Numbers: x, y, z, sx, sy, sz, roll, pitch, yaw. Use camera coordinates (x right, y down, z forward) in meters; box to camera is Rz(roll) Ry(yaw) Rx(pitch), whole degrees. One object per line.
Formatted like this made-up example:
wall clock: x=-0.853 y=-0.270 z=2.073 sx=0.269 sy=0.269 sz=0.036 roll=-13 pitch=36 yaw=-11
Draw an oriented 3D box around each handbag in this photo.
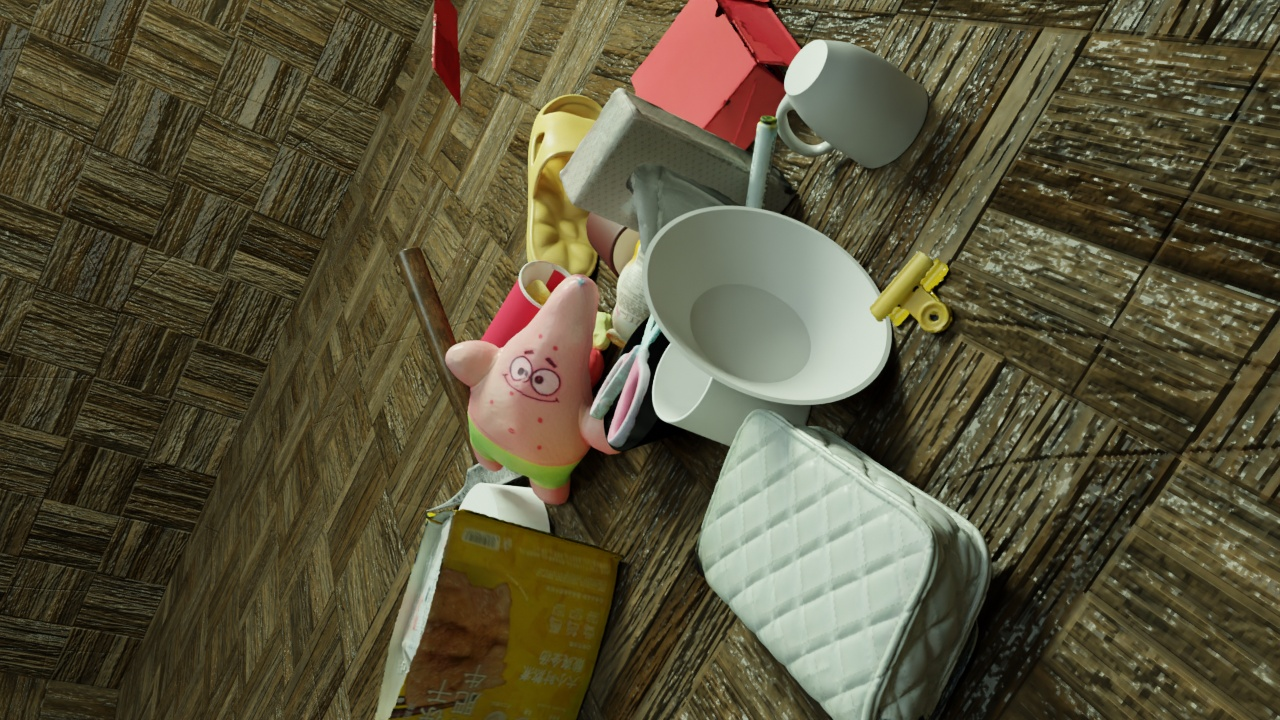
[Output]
handbag: x=0.114 y=0.122 z=0.548 sx=0.195 sy=0.072 sz=0.139 roll=39 pitch=114 yaw=59

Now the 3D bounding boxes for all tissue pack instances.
tissue pack: x=0.034 y=-0.132 z=0.741 sx=0.104 sy=0.181 sz=0.071 roll=-52 pitch=44 yaw=25

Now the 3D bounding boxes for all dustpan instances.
dustpan: x=-0.165 y=0.255 z=0.970 sx=0.191 sy=0.053 sz=0.258 roll=50 pitch=125 yaw=58

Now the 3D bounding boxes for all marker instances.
marker: x=0.092 y=-0.122 z=0.734 sx=0.017 sy=0.017 sz=0.147 roll=-115 pitch=24 yaw=-53

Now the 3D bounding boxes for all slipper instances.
slipper: x=-0.078 y=-0.209 z=1.055 sx=0.079 sy=0.099 sz=0.263 roll=139 pitch=139 yaw=-60

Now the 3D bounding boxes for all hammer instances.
hammer: x=-0.237 y=0.023 z=1.073 sx=0.218 sy=0.037 sz=0.300 roll=-29 pitch=80 yaw=48

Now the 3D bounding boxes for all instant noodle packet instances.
instant noodle packet: x=-0.122 y=0.247 z=0.755 sx=0.084 sy=0.163 sz=0.221 roll=-9 pitch=63 yaw=56

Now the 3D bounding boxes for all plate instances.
plate: x=0.081 y=-0.031 z=0.624 sx=0.036 sy=0.174 sz=0.173 roll=111 pitch=161 yaw=-49

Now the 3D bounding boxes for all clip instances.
clip: x=0.180 y=-0.039 z=0.594 sx=0.054 sy=0.048 sz=0.046 roll=-51 pitch=8 yaw=24

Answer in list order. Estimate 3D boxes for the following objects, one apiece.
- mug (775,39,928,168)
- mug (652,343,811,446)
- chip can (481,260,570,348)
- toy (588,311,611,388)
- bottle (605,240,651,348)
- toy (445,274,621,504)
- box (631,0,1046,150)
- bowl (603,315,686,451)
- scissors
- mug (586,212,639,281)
mug: x=0.143 y=-0.189 z=0.688 sx=0.107 sy=0.089 sz=0.071 roll=-24 pitch=50 yaw=51
mug: x=0.072 y=0.006 z=0.671 sx=0.074 sy=0.090 sz=0.110 roll=9 pitch=79 yaw=60
chip can: x=-0.146 y=-0.016 z=1.041 sx=0.221 sy=0.069 sz=0.069 roll=-50 pitch=33 yaw=43
toy: x=-0.070 y=0.007 z=0.952 sx=0.092 sy=0.045 sz=0.135 roll=20 pitch=86 yaw=58
bottle: x=0.007 y=-0.062 z=0.853 sx=0.109 sy=0.063 sz=0.063 roll=-61 pitch=30 yaw=13
toy: x=-0.092 y=0.027 z=0.871 sx=0.096 sy=0.192 sz=0.237 roll=-51 pitch=-15 yaw=-66
box: x=0.181 y=-0.282 z=0.920 sx=0.212 sy=0.374 sz=0.148 roll=-105 pitch=14 yaw=-47
bowl: x=0.022 y=0.025 z=0.778 sx=0.124 sy=0.052 sz=0.123 roll=-46 pitch=32 yaw=41
scissors: x=-0.007 y=0.004 z=0.747 sx=0.176 sy=0.013 sz=0.170 roll=-47 pitch=23 yaw=57
mug: x=-0.008 y=-0.106 z=0.914 sx=0.082 sy=0.073 sz=0.106 roll=-125 pitch=34 yaw=-56
